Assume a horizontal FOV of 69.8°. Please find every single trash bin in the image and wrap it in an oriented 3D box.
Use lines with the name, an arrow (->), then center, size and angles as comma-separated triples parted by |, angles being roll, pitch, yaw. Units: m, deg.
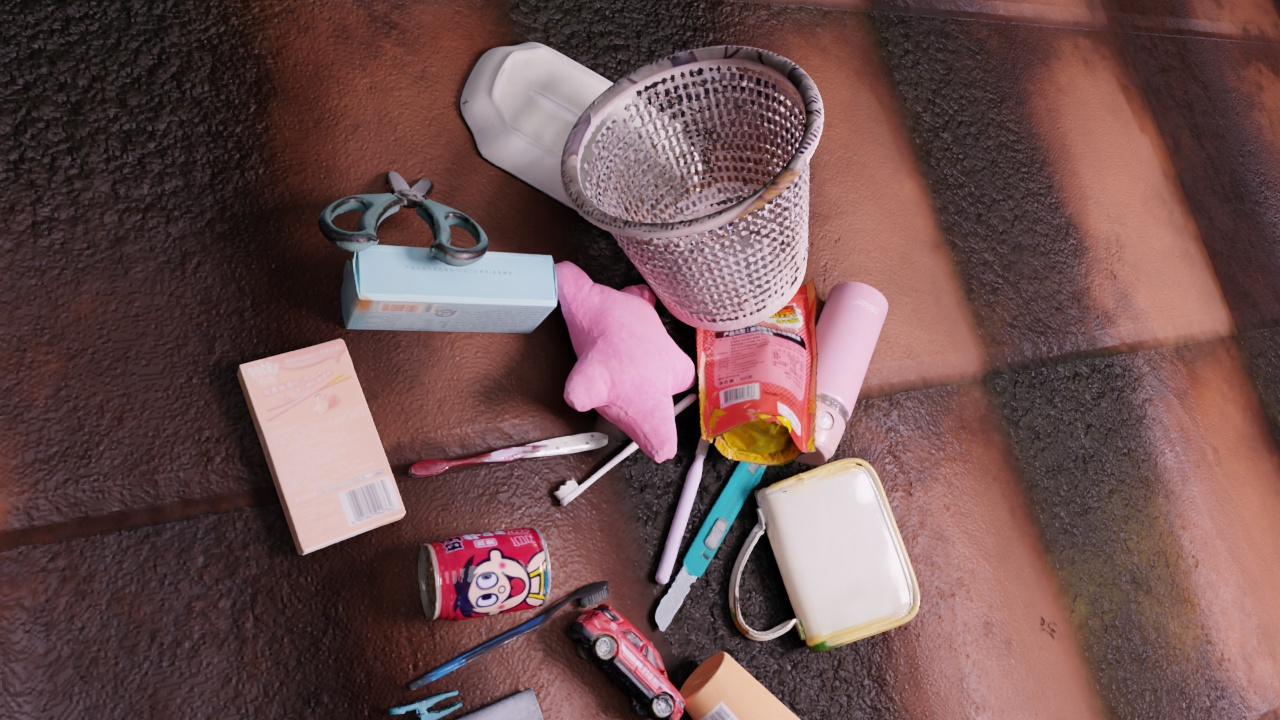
trash bin -> 0.065, -0.139, 0.840 | 0.228, 0.192, 0.227 | -10, 53, 14

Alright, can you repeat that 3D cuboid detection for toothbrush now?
toothbrush -> 0.050, 0.123, 0.869 | 0.021, 0.029, 0.188 | 11, 63, 22
toothbrush -> -0.104, 0.229, 0.763 | 0.189, 0.014, 0.016 | -22, 107, -29
toothbrush -> -0.112, 0.084, 0.807 | 0.187, 0.017, 0.016 | -7, 73, -30
toothbrush -> -0.010, 0.078, 0.857 | 0.179, 0.016, 0.016 | -36, 85, -30

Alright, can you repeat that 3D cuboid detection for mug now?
mug -> 0.094, 0.318, 0.795 | 0.123, 0.078, 0.078 | 46, 60, 0

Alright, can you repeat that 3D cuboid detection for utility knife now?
utility knife -> 0.069, 0.165, 0.866 | 0.029, 0.013, 0.208 | 40, 61, -8

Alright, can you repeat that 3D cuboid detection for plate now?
plate -> -0.049, -0.230, 0.931 | 0.265, 0.034, 0.161 | 28, 63, -15

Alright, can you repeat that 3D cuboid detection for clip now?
clip -> -0.167, 0.273, 0.717 | 0.056, 0.015, 0.048 | -12, 77, -29

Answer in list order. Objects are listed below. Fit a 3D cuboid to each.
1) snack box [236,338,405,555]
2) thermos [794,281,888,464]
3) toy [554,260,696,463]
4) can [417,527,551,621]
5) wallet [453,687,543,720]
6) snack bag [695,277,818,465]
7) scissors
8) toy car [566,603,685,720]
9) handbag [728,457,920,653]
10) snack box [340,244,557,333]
snack box -> -0.256, 0.067, 0.736 | 0.084, 0.026, 0.157 | -18, 81, -29
thermos -> 0.189, 0.008, 0.949 | 0.087, 0.067, 0.198 | 30, 63, -5
toy -> -0.005, 0.005, 0.843 | 0.178, 0.075, 0.194 | 17, 50, -40
can -> -0.126, 0.172, 0.740 | 0.093, 0.067, 0.066 | -2, 74, -26
wallet -> -0.112, 0.334, 0.721 | 0.097, 0.019, 0.121 | -15, 81, -27
snack bag -> 0.113, -0.005, 0.897 | 0.128, 0.073, 0.207 | 5, 54, -3
scissors -> -0.212, -0.126, 0.775 | 0.169, 0.019, 0.177 | -5, 38, -31
toy car -> -0.009, 0.256, 0.775 | 0.120, 0.053, 0.045 | 49, 62, -4
handbag -> 0.160, 0.193, 0.883 | 0.178, 0.063, 0.163 | -15, 80, -14
snack box -> -0.165, -0.060, 0.795 | 0.174, 0.074, 0.051 | 1, 73, -26
